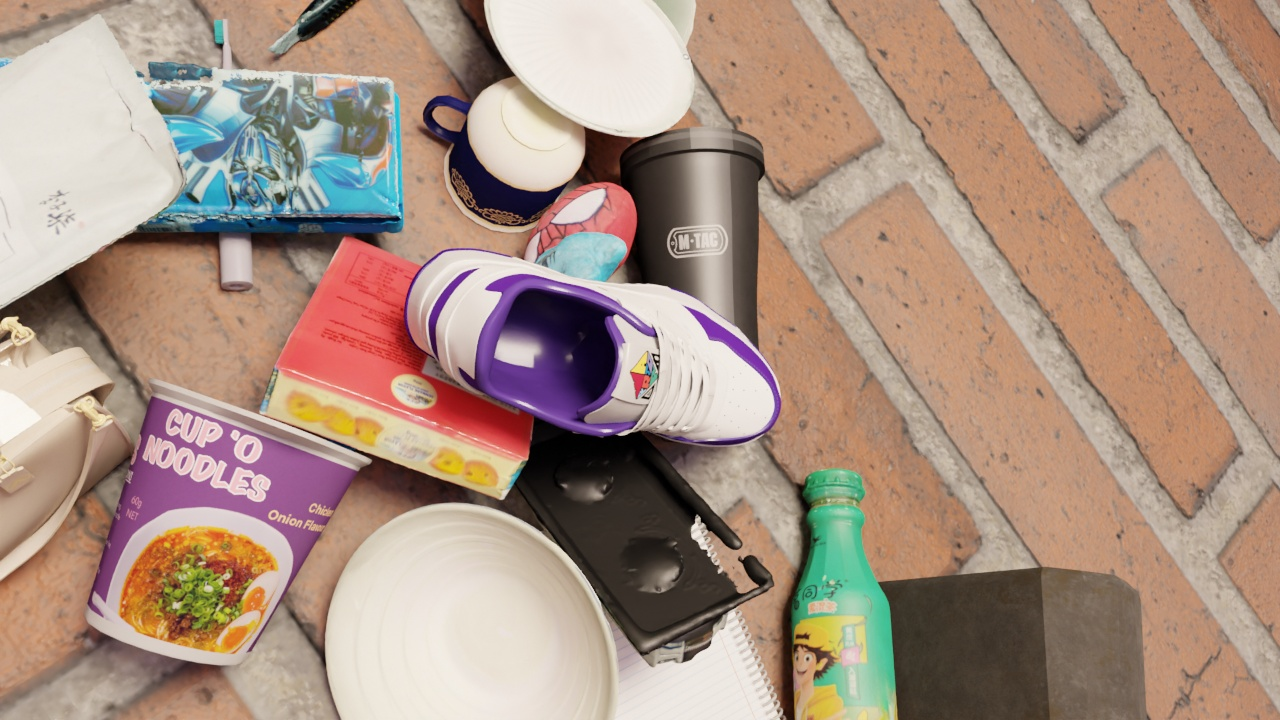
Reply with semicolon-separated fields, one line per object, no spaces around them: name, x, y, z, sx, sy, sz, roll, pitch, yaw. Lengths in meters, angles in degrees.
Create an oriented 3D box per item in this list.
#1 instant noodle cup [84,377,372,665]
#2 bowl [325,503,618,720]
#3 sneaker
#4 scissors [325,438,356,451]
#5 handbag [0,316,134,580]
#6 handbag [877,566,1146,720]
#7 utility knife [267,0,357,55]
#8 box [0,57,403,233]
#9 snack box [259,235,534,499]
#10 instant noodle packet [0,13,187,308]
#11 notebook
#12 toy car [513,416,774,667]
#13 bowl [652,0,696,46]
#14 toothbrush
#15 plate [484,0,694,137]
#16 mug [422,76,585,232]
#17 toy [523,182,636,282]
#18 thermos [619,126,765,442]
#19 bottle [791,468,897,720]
instant noodle cup;-0.222;0.089;0.483;0.121;0.137;0.121;26;76;-27
bowl;-0.089;0.165;0.528;0.177;0.057;0.176;1;93;16
sneaker;-0.004;0.003;0.511;0.244;0.111;0.092;16;97;-26
scissors;-0.168;0.040;0.581;0.070;0.022;0.130;39;59;-8
handbag;-0.324;0.061;0.398;0.194;0.198;0.101;-45;102;-28
handbag;0.235;0.245;0.591;0.102;0.198;0.199;15;70;-19
utility knife;-0.199;-0.271;0.651;0.020;0.029;0.187;37;63;-5
box;-0.263;-0.127;0.529;0.243;0.085;0.091;-2;75;-15
snack box;-0.133;0.000;0.553;0.142;0.040;0.144;23;33;-16
instant noodle packet;-0.352;-0.053;0.445;0.269;0.057;0.147;-35;66;-6
notebook;0.001;0.218;0.601;0.177;0.013;0.245;-20;83;-26
toy car;-0.015;0.106;0.561;0.094;0.071;0.192;-21;44;-27
bowl;-0.048;-0.273;0.696;0.174;0.068;0.174;7;73;-23
toothbrush;-0.263;-0.136;0.589;0.019;0.018;0.187;-4;76;-19
plate;-0.034;-0.214;0.622;0.156;0.014;0.156;14;58;-25
mug;-0.094;-0.151;0.626;0.112;0.089;0.085;30;65;-13
toy;-0.044;-0.071;0.612;0.062;0.092;0.132;39;26;-14
thermos;0.043;-0.054;0.656;0.105;0.106;0.218;1;79;-23
bottle;0.139;0.181;0.639;0.068;0.068;0.209;13;62;-20
